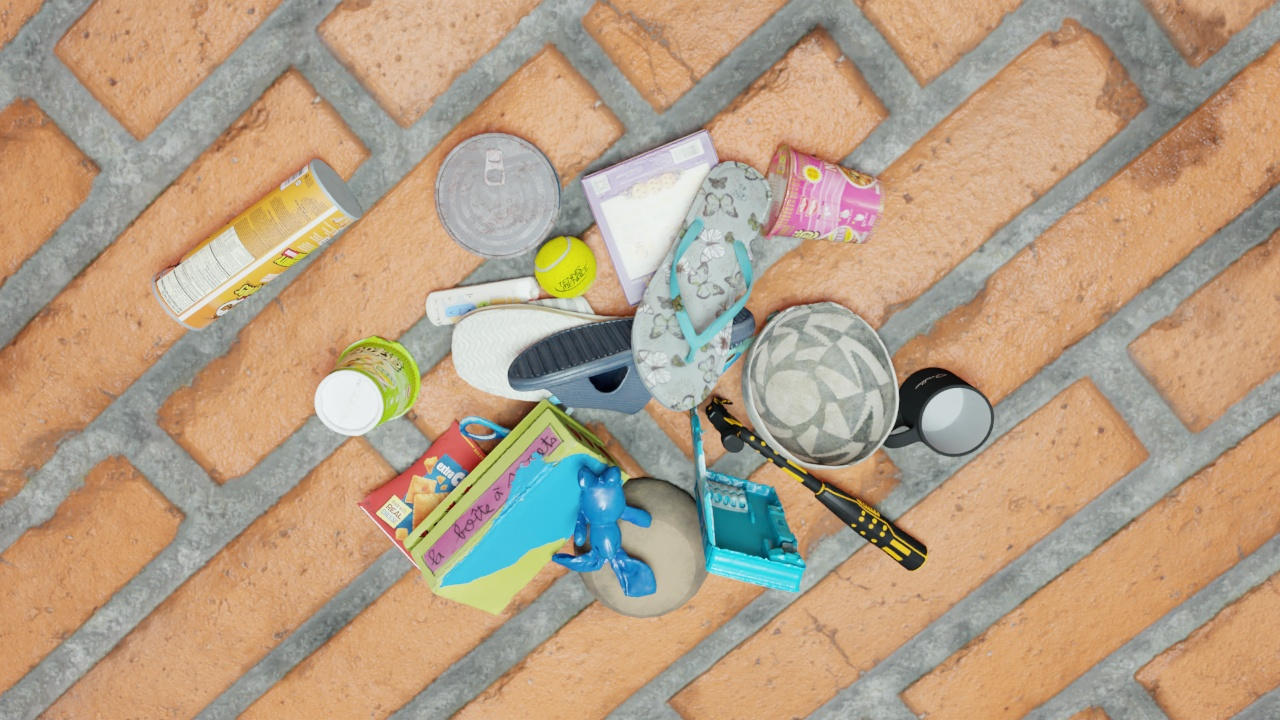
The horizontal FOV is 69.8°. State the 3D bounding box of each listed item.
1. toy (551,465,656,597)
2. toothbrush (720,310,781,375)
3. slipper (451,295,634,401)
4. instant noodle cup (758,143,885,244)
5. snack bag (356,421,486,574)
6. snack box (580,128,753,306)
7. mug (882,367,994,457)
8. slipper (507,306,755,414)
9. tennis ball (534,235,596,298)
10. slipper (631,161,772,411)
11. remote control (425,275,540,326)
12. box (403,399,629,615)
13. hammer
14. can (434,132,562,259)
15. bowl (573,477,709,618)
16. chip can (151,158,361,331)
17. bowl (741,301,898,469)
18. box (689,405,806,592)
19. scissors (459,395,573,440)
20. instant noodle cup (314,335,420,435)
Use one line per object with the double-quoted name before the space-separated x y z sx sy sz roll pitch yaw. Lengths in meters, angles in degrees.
"toy" -0.044 0.172 0.957 0.113 0.071 0.177 -5 122 0
"toothbrush" 0.107 -0.009 1.018 0.135 0.022 0.017 -41 131 8
"slipper" -0.068 -0.012 1.003 0.272 0.054 0.114 3 104 -9
"instant noodle cup" 0.189 -0.165 0.951 0.108 0.097 0.098 10 102 -9
"snack bag" -0.223 0.164 1.047 0.144 0.039 0.131 -40 101 -2
"snack box" 0.029 -0.151 0.977 0.143 0.040 0.148 -20 101 5
"mug" 0.312 0.062 0.996 0.113 0.088 0.078 -25 101 6
"slipper" -0.006 0.006 0.948 0.263 0.101 0.083 -14 118 -13
"tennis ball" -0.080 -0.099 0.977 0.065 0.065 0.065 0 102 0
"slipper" 0.061 -0.084 0.893 0.098 0.055 0.268 20 74 -5
"remote control" -0.173 -0.065 1.010 0.125 0.018 0.038 -9 102 1
"box" -0.130 0.160 0.989 0.221 0.083 0.124 -48 141 3
"hammer" 0.198 0.141 1.018 0.320 0.123 0.036 35 104 -17
"can" -0.149 -0.174 0.972 0.130 0.044 0.130 0 102 1
"bowl" 0.003 0.220 1.042 0.162 0.070 0.162 0 102 1
"chip can" -0.405 -0.121 0.971 0.215 0.075 0.075 -33 100 7
"bowl" 0.181 0.033 0.986 0.178 0.081 0.178 4 76 -17
"box" 0.084 0.143 0.944 0.086 0.227 0.169 -41 99 8
"scissors" -0.134 0.077 1.014 0.139 0.011 0.134 14 133 -25
"instant noodle cup" -0.298 0.033 0.987 0.099 0.108 0.099 0 103 0
